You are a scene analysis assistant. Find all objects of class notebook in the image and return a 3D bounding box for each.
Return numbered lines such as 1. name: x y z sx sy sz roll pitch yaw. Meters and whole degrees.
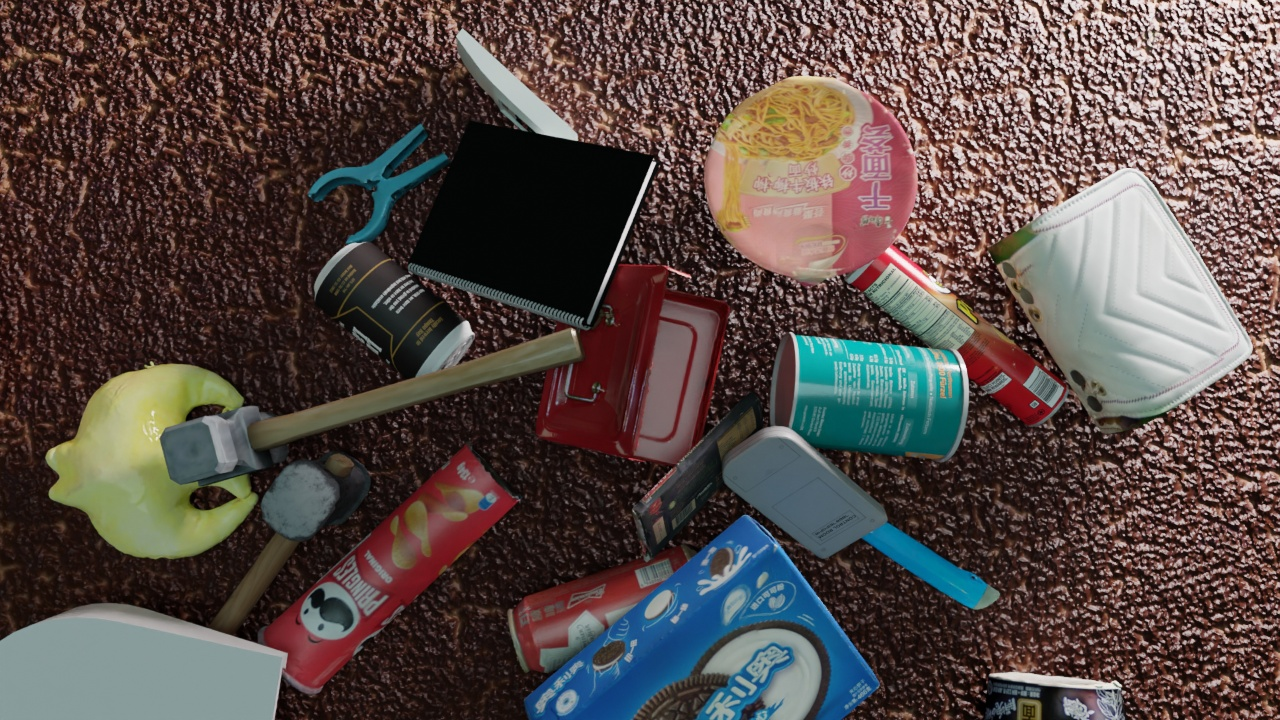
1. notebook: -0.097 -0.120 0.779 0.207 0.016 0.149 19 84 32

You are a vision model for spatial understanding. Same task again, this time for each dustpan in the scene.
1. dustpan: -0.413 0.299 0.744 0.258 0.053 0.191 10 92 6

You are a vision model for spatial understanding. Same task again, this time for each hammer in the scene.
1. hammer: -0.342 0.214 0.768 0.052 0.098 0.328 36 91 2
2. hammer: -0.202 0.032 0.728 0.323 0.117 0.051 -16 88 2

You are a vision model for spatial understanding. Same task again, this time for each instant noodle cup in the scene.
1. instant noodle cup: 0.145 -0.148 0.809 0.179 0.078 0.178 -1 79 4
2. instant noodle cup: 0.349 0.325 0.774 0.137 0.137 0.112 4 76 -3

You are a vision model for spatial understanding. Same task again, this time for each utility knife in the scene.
1. utility knife: 0.227 0.161 0.831 0.225 0.015 0.031 34 83 -3

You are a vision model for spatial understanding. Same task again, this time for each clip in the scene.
1. clip: -0.248 -0.170 0.825 0.121 0.031 0.130 31 85 4

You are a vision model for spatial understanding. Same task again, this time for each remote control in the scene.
1. remote control: 0.138 0.112 0.785 0.074 0.019 0.151 -38 118 25
2. remote control: -0.112 -0.231 0.823 0.143 0.049 0.024 43 84 1

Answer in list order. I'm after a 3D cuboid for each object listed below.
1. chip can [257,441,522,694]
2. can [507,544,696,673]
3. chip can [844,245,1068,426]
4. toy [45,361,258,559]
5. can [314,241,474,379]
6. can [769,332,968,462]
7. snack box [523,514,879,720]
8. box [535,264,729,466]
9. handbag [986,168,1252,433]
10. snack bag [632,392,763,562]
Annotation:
1. chip can: -0.209 0.173 0.779 0.233 0.073 0.073 -43 89 -6
2. can: -0.025 0.213 0.787 0.170 0.067 0.067 -17 87 -4
3. chip can: 0.285 -0.026 0.829 0.214 0.052 0.051 39 85 0
4. toy: -0.412 0.085 0.777 0.154 0.065 0.170 -7 84 -22
5. can: -0.213 -0.040 0.793 0.128 0.072 0.072 39 85 0
6. can: 0.194 0.032 0.796 0.144 0.099 0.099 6 85 -3
7. snack box: 0.056 0.272 0.754 0.238 0.056 0.195 -39 116 -5
8. box: 0.001 0.008 0.794 0.147 0.156 0.157 11 87 40
9. handbag: 0.413 -0.049 0.811 0.141 0.096 0.198 -28 86 -14
10. snack bag: 0.052 0.097 0.778 0.018 0.075 0.155 33 62 30
